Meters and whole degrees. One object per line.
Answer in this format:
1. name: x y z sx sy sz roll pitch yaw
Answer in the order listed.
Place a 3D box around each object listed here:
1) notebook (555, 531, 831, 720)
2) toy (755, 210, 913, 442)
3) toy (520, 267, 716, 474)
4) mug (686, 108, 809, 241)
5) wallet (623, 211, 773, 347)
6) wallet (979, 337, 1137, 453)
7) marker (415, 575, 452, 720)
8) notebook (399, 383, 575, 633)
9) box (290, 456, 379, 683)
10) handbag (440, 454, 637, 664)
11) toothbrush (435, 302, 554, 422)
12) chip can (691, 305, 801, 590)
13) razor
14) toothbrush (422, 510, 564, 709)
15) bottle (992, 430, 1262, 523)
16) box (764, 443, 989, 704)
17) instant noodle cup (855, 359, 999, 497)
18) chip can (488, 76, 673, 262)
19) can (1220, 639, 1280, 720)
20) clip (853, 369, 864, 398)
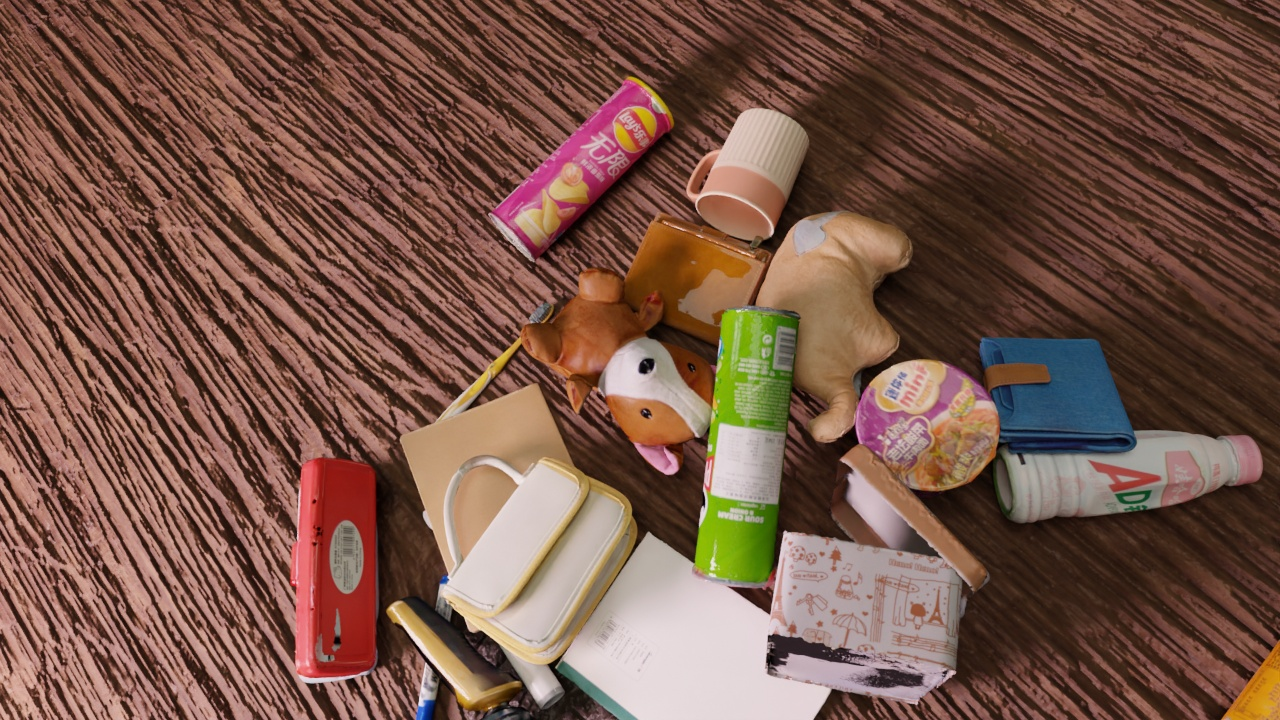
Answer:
1. notebook: 0.048 0.268 0.800 0.209 0.012 0.150 32 80 21
2. toy: 0.167 -0.031 0.844 0.144 0.082 0.225 0 70 39
3. toy: -0.005 0.005 0.857 0.199 0.130 0.140 43 84 13
4. mug: 0.102 -0.187 0.927 0.115 0.081 0.105 11 69 42
5. wallet: 0.055 -0.087 0.910 0.131 0.035 0.119 24 88 20
6. wallet: 0.348 0.025 0.779 0.106 0.040 0.132 1 36 12
7. marker: -0.190 0.273 0.850 0.017 0.017 0.145 3 71 13
8. notebook: -0.128 0.133 0.875 0.147 0.008 0.207 -22 66 -11
9. box: -0.302 0.202 0.878 0.100 0.095 0.201 -21 65 34
10. handbag: -0.111 0.160 0.826 0.179 0.063 0.163 28 65 16
11. toothbrush: -0.155 0.012 0.938 0.016 0.018 0.191 39 82 24
12. chip can: 0.093 0.073 0.795 0.072 0.072 0.236 6 88 15
13. razor: -0.165 0.274 0.813 0.167 0.062 0.067 40 63 19
14. toothbrush: -0.142 0.223 0.853 0.027 0.026 0.221 -48 66 16
15. bottle: 0.400 0.091 0.759 0.197 0.068 0.068 -7 69 7
16. box: 0.182 0.161 0.715 0.151 0.182 0.168 7 63 10
17. instant noodle cup: 0.240 0.068 0.785 0.112 0.099 0.111 -4 68 10
18. chip can: -0.062 -0.200 0.968 0.210 0.071 0.071 -46 67 -6
19. can: 0.497 0.242 0.684 0.058 0.058 0.146 39 82 22
20. clip: 0.196 0.017 0.856 0.024 0.028 0.056 7 62 13
